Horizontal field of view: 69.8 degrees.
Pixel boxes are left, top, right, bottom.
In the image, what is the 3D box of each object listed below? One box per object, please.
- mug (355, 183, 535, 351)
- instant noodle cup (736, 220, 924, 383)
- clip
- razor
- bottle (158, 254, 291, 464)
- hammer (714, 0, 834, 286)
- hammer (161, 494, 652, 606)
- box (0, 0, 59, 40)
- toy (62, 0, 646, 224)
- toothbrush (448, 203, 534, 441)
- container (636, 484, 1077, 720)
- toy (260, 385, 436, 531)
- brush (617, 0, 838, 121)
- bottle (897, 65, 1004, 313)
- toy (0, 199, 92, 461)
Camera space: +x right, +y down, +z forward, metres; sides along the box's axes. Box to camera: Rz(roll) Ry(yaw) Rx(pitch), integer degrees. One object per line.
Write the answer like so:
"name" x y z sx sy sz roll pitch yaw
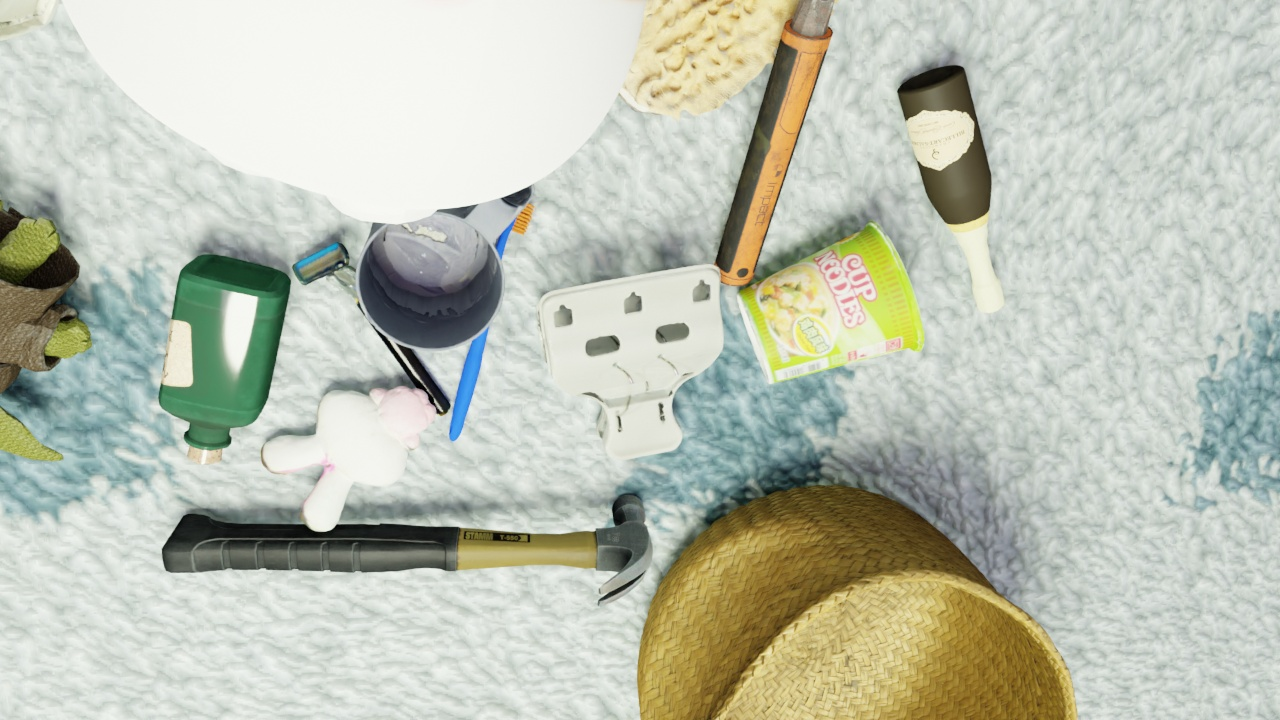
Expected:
"mug" -0.116 -0.076 0.566 0.084 0.104 0.124 39 98 -23
"instant noodle cup" 0.130 -0.034 0.649 0.108 0.098 0.099 -20 114 4
"clip" -0.007 -0.006 0.655 0.126 0.095 0.152 -9 133 -8
"razor" -0.173 -0.018 0.623 0.043 0.022 0.144 -19 122 23
"bottle" -0.268 0.005 0.587 0.061 0.061 0.131 14 107 -15
"hammer" 0.083 -0.175 0.547 0.137 0.035 0.315 -8 135 -24
"hammer" -0.156 0.132 0.646 0.333 0.117 0.025 2 111 -8
"box" -0.296 -0.212 0.428 0.050 0.183 0.144 25 111 -22
"toy" -0.121 -0.208 0.419 0.263 0.265 0.281 22 116 3
"toothbrush" -0.106 -0.025 0.637 0.018 0.016 0.183 11 108 -22
"container" 0.151 0.255 0.707 0.306 0.196 0.307 -4 110 -10
"toy" -0.197 0.059 0.634 0.122 0.038 0.079 -33 93 3
"brush" 0.096 -0.248 0.573 0.271 0.056 0.083 -35 115 2
"bottle" 0.232 -0.116 0.661 0.045 0.045 0.184 -26 114 -2
"toy" -0.401 -0.029 0.536 0.179 0.078 0.153 34 108 -21
